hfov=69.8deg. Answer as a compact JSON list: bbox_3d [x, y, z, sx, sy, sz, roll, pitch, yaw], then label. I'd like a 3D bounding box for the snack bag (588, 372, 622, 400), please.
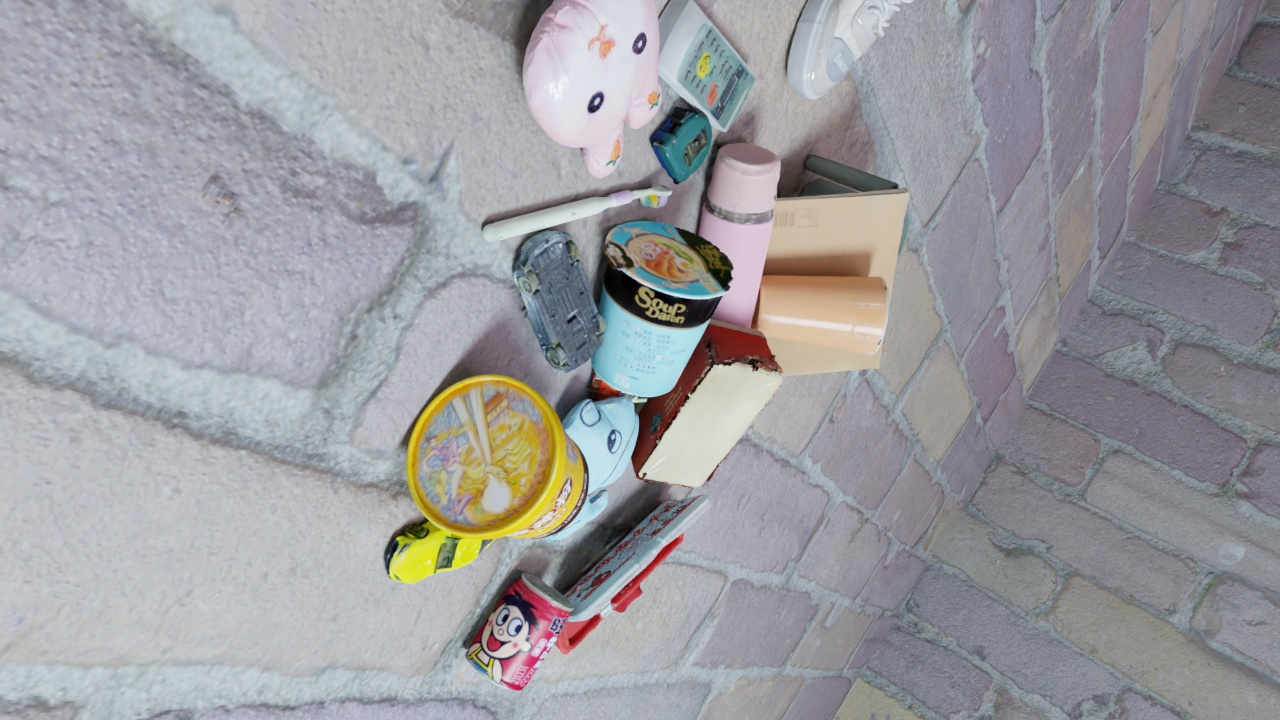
[{"bbox_3d":[-0.005,0.005,0.852,0.103,0.026,0.048,-31,153,-41],"label":"snack bag"}]

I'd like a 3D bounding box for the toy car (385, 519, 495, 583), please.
[{"bbox_3d":[-0.159,0.152,0.750,0.105,0.032,0.048,-14,128,-48],"label":"toy car"}]

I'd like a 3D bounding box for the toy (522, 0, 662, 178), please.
[{"bbox_3d":[-0.024,-0.194,0.629,0.121,0.054,0.159,-55,158,-6],"label":"toy"}]

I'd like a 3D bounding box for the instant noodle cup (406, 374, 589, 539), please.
[{"bbox_3d":[-0.100,0.083,0.702,0.118,0.118,0.114,-55,157,-7],"label":"instant noodle cup"}]

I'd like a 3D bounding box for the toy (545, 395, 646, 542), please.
[{"bbox_3d":[-0.048,0.096,0.848,0.156,0.050,0.161,-48,150,-11],"label":"toy"}]

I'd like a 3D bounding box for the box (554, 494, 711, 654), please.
[{"bbox_3d":[-0.016,0.223,0.995,0.200,0.065,0.160,-38,164,-31],"label":"box"}]

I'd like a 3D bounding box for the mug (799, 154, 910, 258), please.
[{"bbox_3d":[0.220,-0.154,0.969,0.083,0.103,0.124,-44,145,-24],"label":"mug"}]

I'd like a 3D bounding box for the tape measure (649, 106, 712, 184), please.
[{"bbox_3d":[0.037,-0.178,0.755,0.054,0.025,0.058,-53,150,-8],"label":"tape measure"}]

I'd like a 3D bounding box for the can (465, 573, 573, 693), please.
[{"bbox_3d":[-0.114,0.258,0.874,0.093,0.066,0.066,-56,150,-6],"label":"can"}]

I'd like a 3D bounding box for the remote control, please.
[{"bbox_3d":[0.050,-0.233,0.731,0.056,0.019,0.135,-61,150,4],"label":"remote control"}]

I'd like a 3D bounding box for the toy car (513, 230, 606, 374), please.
[{"bbox_3d":[-0.065,-0.045,0.714,0.054,0.037,0.121,-41,135,-27],"label":"toy car"}]

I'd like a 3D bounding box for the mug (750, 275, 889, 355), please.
[{"bbox_3d":[0.172,-0.050,0.903,0.078,0.123,0.078,-177,-87,-86],"label":"mug"}]

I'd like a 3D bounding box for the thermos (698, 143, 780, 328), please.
[{"bbox_3d":[0.086,-0.104,0.862,0.087,0.067,0.199,-68,167,-57],"label":"thermos"}]

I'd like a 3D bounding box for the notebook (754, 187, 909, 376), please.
[{"bbox_3d":[0.186,-0.073,0.937,0.149,0.012,0.212,-5,126,-5],"label":"notebook"}]

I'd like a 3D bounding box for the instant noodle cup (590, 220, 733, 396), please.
[{"bbox_3d":[0.008,-0.038,0.770,0.111,0.111,0.121,-24,144,-45],"label":"instant noodle cup"}]

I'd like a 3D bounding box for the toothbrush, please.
[{"bbox_3d":[-0.045,-0.113,0.699,0.189,0.029,0.020,-22,91,-44],"label":"toothbrush"}]

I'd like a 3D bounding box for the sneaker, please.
[{"bbox_3d":[0.224,-0.339,0.825,0.089,0.091,0.242,20,100,-58],"label":"sneaker"}]

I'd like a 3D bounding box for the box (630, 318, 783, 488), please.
[{"bbox_3d":[0.060,0.050,0.869,0.091,0.077,0.169,12,129,-28],"label":"box"}]
